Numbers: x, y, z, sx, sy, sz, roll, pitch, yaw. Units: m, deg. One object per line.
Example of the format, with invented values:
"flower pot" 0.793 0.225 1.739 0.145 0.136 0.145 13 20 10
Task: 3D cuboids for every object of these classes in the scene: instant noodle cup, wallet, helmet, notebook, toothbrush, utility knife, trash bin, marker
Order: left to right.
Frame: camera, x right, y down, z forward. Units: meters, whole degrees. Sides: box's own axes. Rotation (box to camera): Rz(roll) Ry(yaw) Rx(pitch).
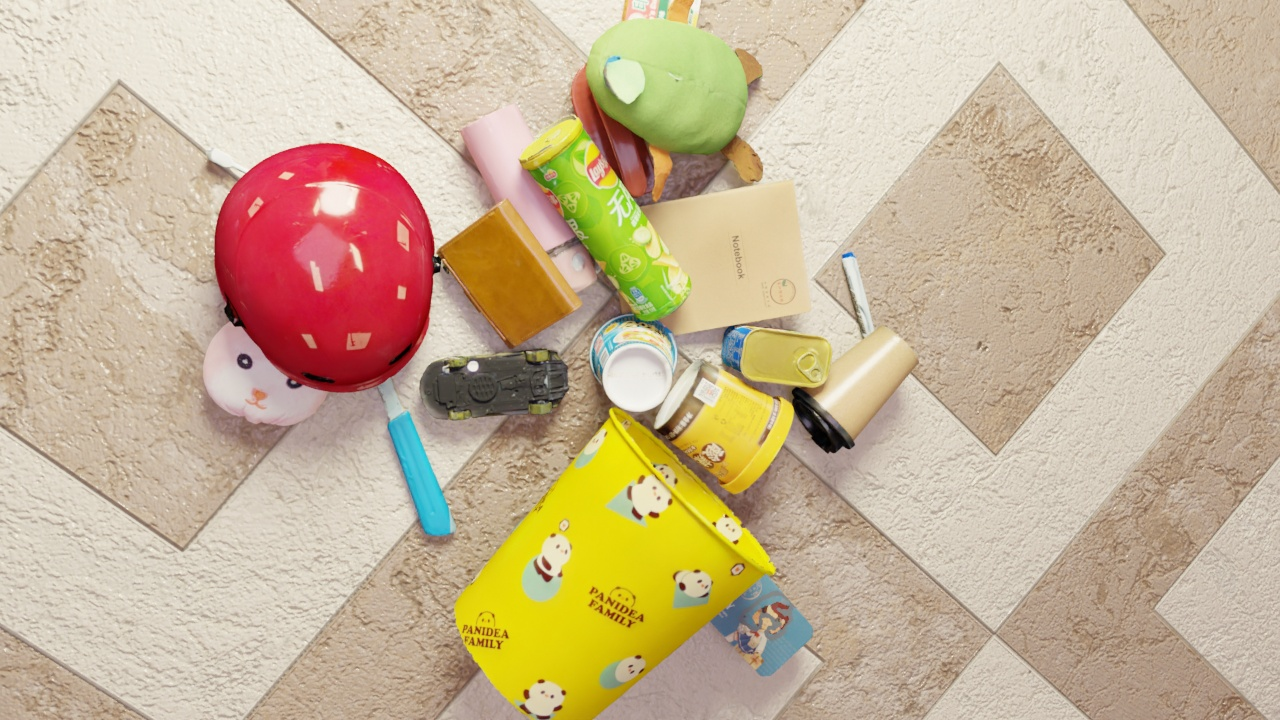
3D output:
"toothbrush" -0.347 -0.164 0.923 0.180 0.016 0.016 28 95 -17
"helmet" -0.288 -0.090 0.853 0.206 0.144 0.240 -16 91 -16
"utility knife" -0.247 0.089 0.977 0.034 0.018 0.218 -19 103 -7
"wallet" -0.141 -0.081 0.937 0.119 0.035 0.130 -28 105 31
"trash bin" -0.034 0.217 0.929 0.229 0.229 0.255 43 93 -15
"instant noodle cup" -0.006 0.006 0.963 0.099 0.110 0.099 0 103 -1
"notebook" 0.074 -0.107 1.001 0.208 0.008 0.148 -10 102 2
"instant noodle cup" 0.087 0.066 1.002 0.114 0.118 0.118 34 90 -8
"marker" 0.259 -0.055 1.068 0.017 0.017 0.146 -20 102 -9

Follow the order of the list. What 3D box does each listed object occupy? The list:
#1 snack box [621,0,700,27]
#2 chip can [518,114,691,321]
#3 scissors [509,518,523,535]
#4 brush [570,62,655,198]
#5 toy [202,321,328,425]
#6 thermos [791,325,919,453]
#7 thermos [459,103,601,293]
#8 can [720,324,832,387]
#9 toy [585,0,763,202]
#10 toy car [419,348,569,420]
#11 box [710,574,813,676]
"snack box" 0.029 -0.409 0.960 0.077 0.027 0.156 9 96 -14
"chip can" -0.030 -0.136 0.926 0.072 0.072 0.221 -40 117 -4
"scissors" -0.062 0.199 1.036 0.180 0.019 0.143 -41 104 -5
"brush" -0.030 -0.238 0.951 0.063 0.069 0.146 -21 102 -10
"toy" -0.363 -0.013 0.923 0.121 0.054 0.159 23 85 -15
"thermos" 0.241 0.032 1.036 0.143 0.093 0.093 -43 104 -2
"thermos" -0.105 -0.164 0.952 0.087 0.067 0.198 -37 106 -35
"can" 0.147 -0.008 1.016 0.102 0.083 0.057 6 97 -13
"toy" 0.041 -0.271 0.922 0.246 0.090 0.227 5 91 -45
"toy car" -0.155 0.024 0.976 0.158 0.042 0.070 -4 99 -12
"box" 0.113 0.274 1.063 0.089 0.061 0.184 -44 106 -4
